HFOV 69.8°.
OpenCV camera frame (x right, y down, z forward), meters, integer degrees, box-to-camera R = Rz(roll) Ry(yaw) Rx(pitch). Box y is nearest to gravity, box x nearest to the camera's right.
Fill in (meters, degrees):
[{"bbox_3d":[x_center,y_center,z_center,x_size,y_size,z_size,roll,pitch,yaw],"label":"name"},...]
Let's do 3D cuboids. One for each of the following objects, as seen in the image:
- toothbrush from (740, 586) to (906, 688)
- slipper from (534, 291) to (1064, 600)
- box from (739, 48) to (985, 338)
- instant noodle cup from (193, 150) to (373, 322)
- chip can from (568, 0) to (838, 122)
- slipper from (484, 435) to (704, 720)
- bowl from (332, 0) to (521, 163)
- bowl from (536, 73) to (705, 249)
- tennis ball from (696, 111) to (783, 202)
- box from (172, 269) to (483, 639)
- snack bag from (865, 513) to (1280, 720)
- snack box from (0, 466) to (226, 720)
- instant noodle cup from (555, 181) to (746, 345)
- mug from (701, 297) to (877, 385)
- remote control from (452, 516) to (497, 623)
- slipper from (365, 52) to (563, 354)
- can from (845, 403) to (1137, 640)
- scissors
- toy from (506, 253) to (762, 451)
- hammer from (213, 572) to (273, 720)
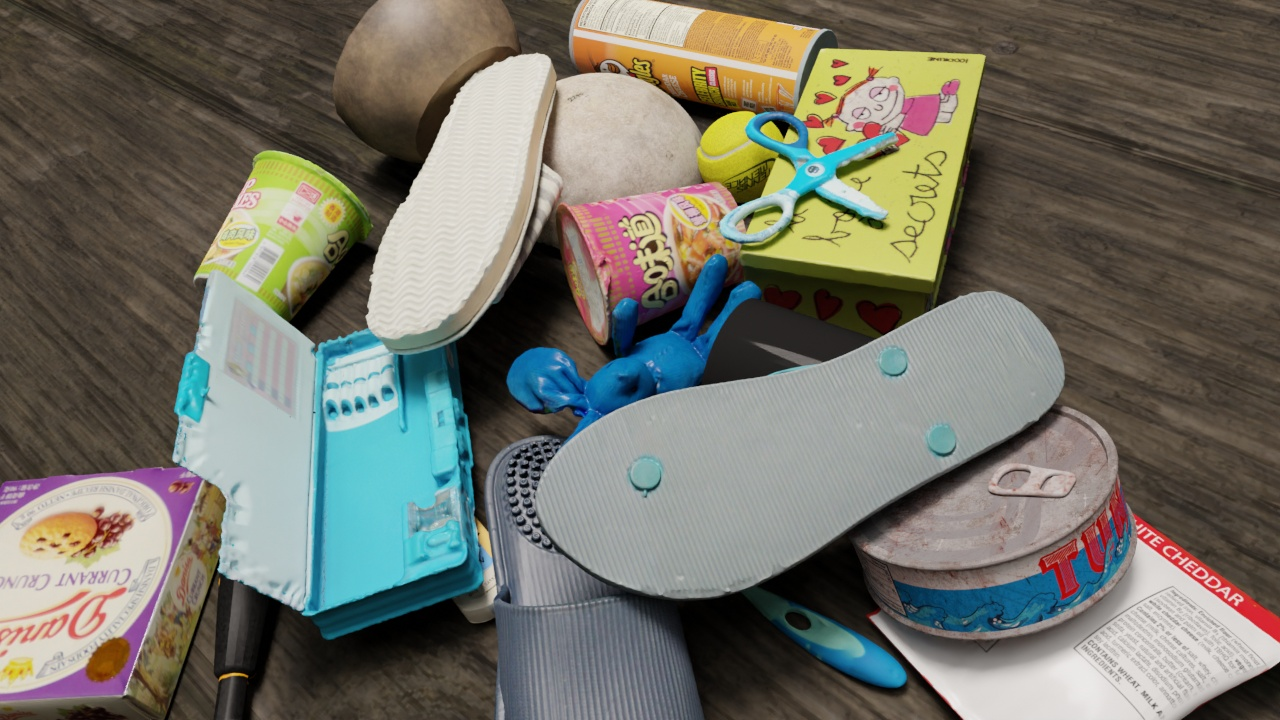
[{"bbox_3d":[0.075,0.131,0.478,0.135,0.017,0.022,27,60,27],"label":"toothbrush"},{"bbox_3d":[0.083,0.047,0.449,0.268,0.055,0.098,-19,70,-9],"label":"slipper"},{"bbox_3d":[0.155,-0.115,0.623,0.124,0.083,0.220,12,53,21],"label":"box"},{"bbox_3d":[-0.271,-0.083,0.683,0.099,0.099,0.107,14,62,22],"label":"instant noodle cup"},{"bbox_3d":[0.049,-0.253,0.764,0.215,0.075,0.075,21,58,26],"label":"chip can"},{"bbox_3d":[-0.024,0.123,0.448,0.101,0.083,0.263,-1,44,-16],"label":"slipper"},{"bbox_3d":[-0.161,-0.228,0.742,0.070,0.162,0.162,44,67,9],"label":"bowl"},{"bbox_3d":[-0.038,-0.170,0.711,0.178,0.081,0.178,-5,49,6],"label":"bowl"},{"bbox_3d":[0.075,-0.150,0.678,0.065,0.065,0.065,-6,50,7],"label":"tennis ball"},{"bbox_3d":[-0.184,0.049,0.542,0.169,0.086,0.227,9,36,-23],"label":"box"},{"bbox_3d":[0.206,0.125,0.435,0.144,0.039,0.131,-30,42,-13],"label":"snack bag"},{"bbox_3d":[-0.331,0.137,0.540,0.143,0.041,0.147,-6,50,7],"label":"snack box"},{"bbox_3d":[0.010,-0.072,0.616,0.108,0.098,0.097,-19,49,-14],"label":"instant noodle cup"},{"bbox_3d":[0.083,0.028,0.522,0.088,0.078,0.113,22,66,27],"label":"mug"},{"bbox_3d":[-0.114,0.103,0.539,0.038,0.018,0.125,-36,51,-18],"label":"remote control"},{"bbox_3d":[-0.110,-0.114,0.627,0.115,0.054,0.272,-10,51,28],"label":"slipper"},{"bbox_3d":[0.166,0.073,0.449,0.130,0.044,0.129,-22,22,9],"label":"can"},{"bbox_3d":[0.100,-0.120,0.583,0.134,0.011,0.139,-27,49,-6],"label":"scissors"},{"bbox_3d":[-0.003,0.003,0.549,0.113,0.071,0.176,38,60,22],"label":"toy"},{"bbox_3d":[-0.216,0.171,0.495,0.123,0.036,0.320,-11,52,2],"label":"hammer"}]
